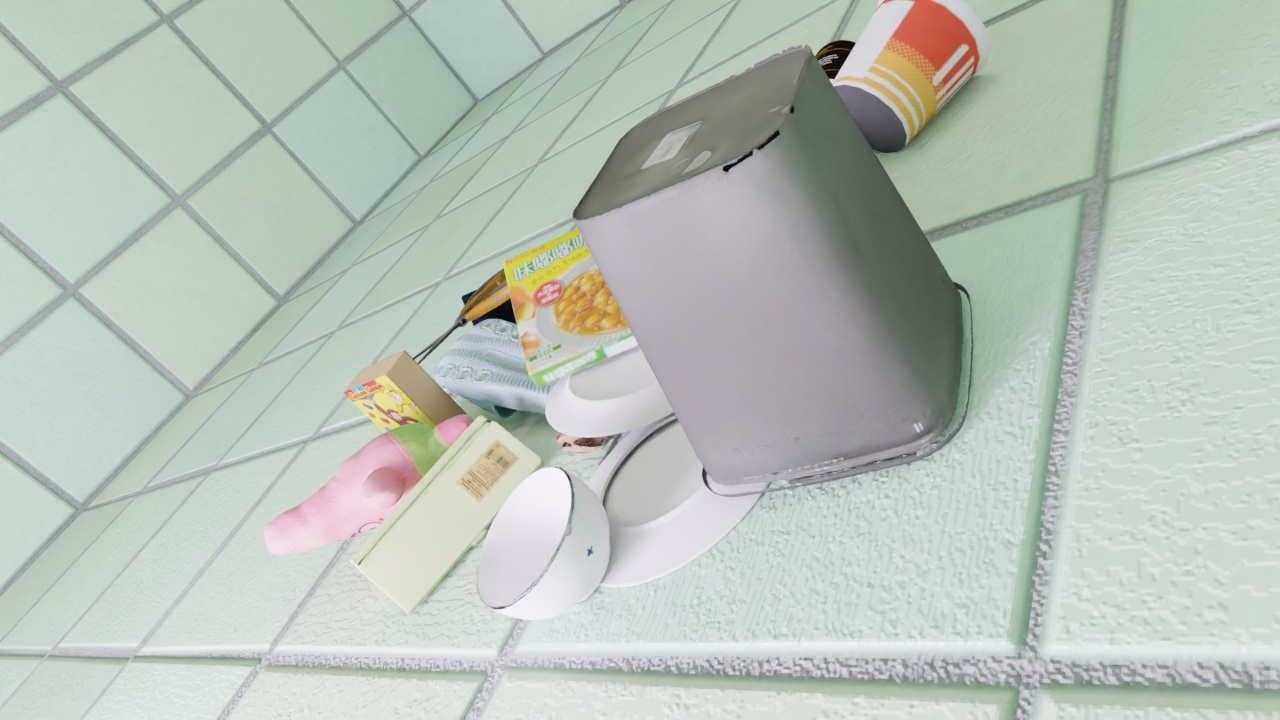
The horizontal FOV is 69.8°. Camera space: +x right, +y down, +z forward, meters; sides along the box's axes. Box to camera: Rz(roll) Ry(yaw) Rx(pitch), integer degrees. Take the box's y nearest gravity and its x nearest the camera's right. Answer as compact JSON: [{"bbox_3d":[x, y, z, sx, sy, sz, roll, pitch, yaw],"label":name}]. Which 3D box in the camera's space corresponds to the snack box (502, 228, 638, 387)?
[{"bbox_3d":[-0.061,-0.064,0.908,0.132,0.027,0.167,-23,49,4],"label":"snack box"}]

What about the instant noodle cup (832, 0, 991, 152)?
[{"bbox_3d":[0.258,-0.284,0.912,0.121,0.123,0.123,-52,26,-9],"label":"instant noodle cup"}]

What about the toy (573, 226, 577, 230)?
[{"bbox_3d":[-0.057,-0.086,1.016,0.190,0.088,0.237,-7,32,22],"label":"toy"}]

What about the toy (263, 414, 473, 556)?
[{"bbox_3d":[-0.272,0.133,0.943,0.236,0.097,0.192,-30,-2,-15],"label":"toy"}]

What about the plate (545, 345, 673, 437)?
[{"bbox_3d":[-0.005,0.005,0.850,0.189,0.016,0.188,-20,27,10],"label":"plate"}]

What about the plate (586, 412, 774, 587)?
[{"bbox_3d":[0.022,0.088,0.725,0.209,0.015,0.208,-32,25,17],"label":"plate"}]

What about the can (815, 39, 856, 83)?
[{"bbox_3d":[0.224,-0.312,1.053,0.072,0.072,0.128,-22,30,35],"label":"can"}]

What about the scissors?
[{"bbox_3d":[-0.194,-0.063,1.100,0.226,0.016,0.224,-24,22,40],"label":"scissors"}]

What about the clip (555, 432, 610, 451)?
[{"bbox_3d":[-0.056,0.067,0.852,0.062,0.045,0.024,-3,39,32],"label":"clip"}]

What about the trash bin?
[{"bbox_3d":[0.087,-0.061,0.616,0.198,0.220,0.196,-17,31,32],"label":"trash bin"}]

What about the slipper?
[{"bbox_3d":[-0.133,0.020,1.000,0.246,0.074,0.103,13,50,41],"label":"slipper"}]

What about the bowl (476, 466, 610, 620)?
[{"bbox_3d":[-0.064,0.142,0.684,0.114,0.063,0.113,-39,33,31],"label":"bowl"}]

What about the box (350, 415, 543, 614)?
[{"bbox_3d":[-0.185,0.149,0.887,0.187,0.091,0.083,-47,-10,-17],"label":"box"}]

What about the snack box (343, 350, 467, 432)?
[{"bbox_3d":[-0.262,0.056,1.053,0.088,0.126,0.040,-18,32,40],"label":"snack box"}]

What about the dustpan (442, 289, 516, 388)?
[{"bbox_3d":[-0.151,-0.058,1.199,0.272,0.080,0.237,-27,18,-25],"label":"dustpan"}]
